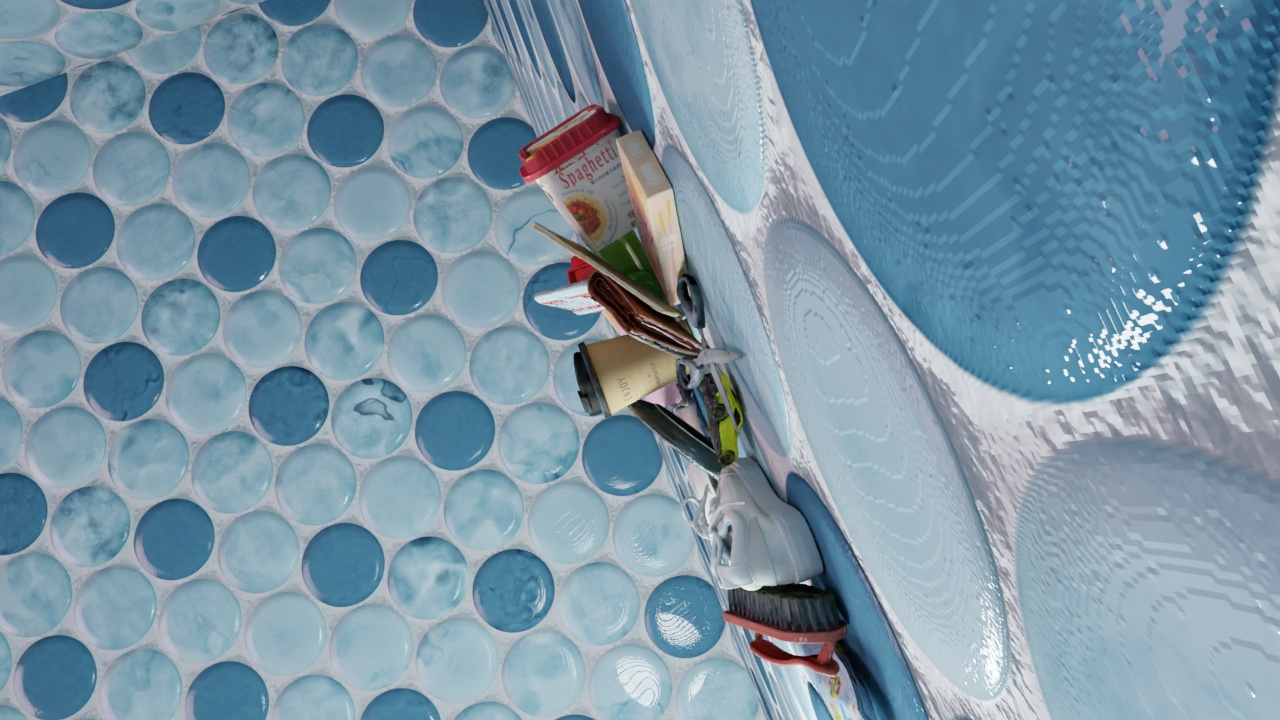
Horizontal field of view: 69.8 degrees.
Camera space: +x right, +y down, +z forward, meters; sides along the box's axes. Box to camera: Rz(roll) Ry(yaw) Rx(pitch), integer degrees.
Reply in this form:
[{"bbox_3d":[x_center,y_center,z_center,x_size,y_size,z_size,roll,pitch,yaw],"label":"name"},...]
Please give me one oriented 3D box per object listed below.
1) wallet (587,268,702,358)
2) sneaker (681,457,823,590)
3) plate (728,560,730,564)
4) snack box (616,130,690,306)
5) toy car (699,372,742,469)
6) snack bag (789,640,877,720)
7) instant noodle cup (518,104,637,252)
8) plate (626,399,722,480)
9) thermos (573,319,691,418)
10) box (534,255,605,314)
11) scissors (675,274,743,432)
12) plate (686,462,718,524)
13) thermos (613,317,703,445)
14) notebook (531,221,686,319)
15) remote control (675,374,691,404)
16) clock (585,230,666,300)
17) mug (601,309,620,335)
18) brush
[{"bbox_3d":[0.004,-0.047,0.980,0.101,0.032,0.124,25,-166,-37],"label":"wallet"},{"bbox_3d":[0.092,0.158,0.862,0.242,0.090,0.089,-127,17,-81],"label":"sneaker"},{"bbox_3d":[0.142,0.265,1.098,0.164,0.034,0.164,-129,19,-61],"label":"plate"},{"bbox_3d":[0.015,-0.130,0.863,0.157,0.026,0.084,73,175,-55],"label":"snack box"},{"bbox_3d":[0.081,0.057,0.884,0.048,0.032,0.105,-111,9,-50],"label":"toy car"},{"bbox_3d":[0.173,0.287,0.800,0.191,0.039,0.110,-120,21,-69],"label":"snack bag"},{"bbox_3d":[-0.054,-0.190,0.972,0.124,0.116,0.116,57,-179,-20],"label":"instant noodle cup"},{"bbox_3d":[0.057,0.093,1.104,0.179,0.024,0.179,37,-176,-4],"label":"plate"},{"bbox_3d":[-0.006,0.006,1.051,0.093,0.143,0.093,158,92,-87],"label":"thermos"},{"bbox_3d":[-0.079,-0.109,1.281,0.202,0.100,0.095,-5,97,63],"label":"box"},{"bbox_3d":[0.058,-0.003,0.830,0.160,0.014,0.181,106,154,-58],"label":"scissors"},{"bbox_3d":[0.103,0.197,1.301,0.164,0.034,0.163,55,-169,-68],"label":"plate"},{"bbox_3d":[0.025,0.018,1.260,0.087,0.067,0.198,-5,-105,-78],"label":"thermos"},{"bbox_3d":[-0.024,-0.085,0.925,0.148,0.008,0.207,34,-175,6],"label":"notebook"},{"bbox_3d":[0.044,-0.008,1.198,0.053,0.024,0.136,-126,14,-72],"label":"remote control"},{"bbox_3d":[-0.011,-0.100,1.120,0.161,0.056,0.116,58,178,24],"label":"clock"},{"bbox_3d":[-0.022,-0.083,1.428,0.122,0.078,0.078,-122,10,-45],"label":"mug"},{"bbox_3d":[0.129,0.229,0.790,0.146,0.063,0.069,161,104,-70],"label":"brush"}]
